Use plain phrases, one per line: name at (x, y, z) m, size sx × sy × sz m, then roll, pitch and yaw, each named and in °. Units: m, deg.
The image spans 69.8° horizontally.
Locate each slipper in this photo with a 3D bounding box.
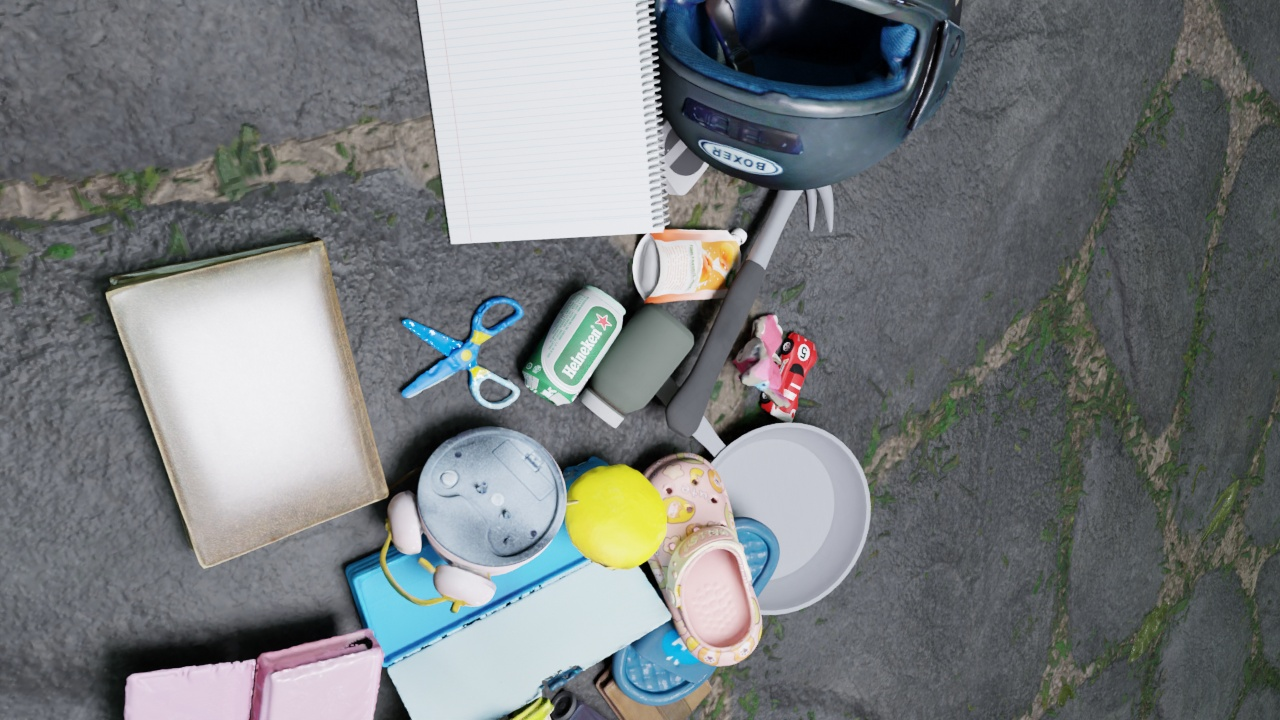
slipper at (0.062, 0.249, 0.890) m, size 0.104 × 0.059 × 0.213 m, roll 38°, pitch 90°, yaw -18°
slipper at (0.053, 0.177, 0.828) m, size 0.093 × 0.082 × 0.197 m, roll -15°, pitch 77°, yaw -8°

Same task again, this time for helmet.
helmet at (0.120, -0.252, 0.715) m, size 0.315 × 0.249 × 0.236 m, roll -40°, pitch 149°, yaw -64°

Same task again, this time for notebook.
notebook at (-0.074, -0.215, 0.690) m, size 0.178 × 0.013 × 0.246 m, roll -2°, pitch 107°, yaw 11°
notebook at (-0.260, 0.025, 0.677) m, size 0.189 × 0.034 × 0.215 m, roll -18°, pitch 111°, yaw -31°

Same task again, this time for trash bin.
trash bin at (-0.076, 0.414, 0.863) m, size 0.160 × 0.092 × 0.094 m, roll -49°, pitch 123°, yaw -10°

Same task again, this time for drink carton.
drink carton at (0.053, -0.090, 0.864) m, size 0.122 × 0.039 × 0.069 m, roll -6°, pitch 105°, yaw -39°

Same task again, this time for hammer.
hammer at (0.102, -0.068, 0.876) m, size 0.125 × 0.030 × 0.310 m, roll 37°, pitch 73°, yaw -41°

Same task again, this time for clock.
clock at (-0.134, 0.128, 0.734) m, size 0.117 × 0.059 × 0.157 m, roll 42°, pitch 59°, yaw 9°

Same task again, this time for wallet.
wallet at (0.016, 0.336, 0.943) m, size 0.098 × 0.027 × 0.121 m, roll -40°, pitch 119°, yaw -23°

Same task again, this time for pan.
pan at (0.091, 0.105, 0.918) m, size 0.200 × 0.051 × 0.356 m, roll -44°, pitch 107°, yaw -6°

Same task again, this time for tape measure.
tape measure at (0.034, -0.191, 0.834) m, size 0.065 × 0.017 × 0.064 m, roll -50°, pitch 123°, yaw -14°

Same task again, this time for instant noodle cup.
instant noodle cup at (-0.124, 0.356, 0.766) m, size 0.146 × 0.147 × 0.098 m, roll -21°, pitch 80°, yaw -29°

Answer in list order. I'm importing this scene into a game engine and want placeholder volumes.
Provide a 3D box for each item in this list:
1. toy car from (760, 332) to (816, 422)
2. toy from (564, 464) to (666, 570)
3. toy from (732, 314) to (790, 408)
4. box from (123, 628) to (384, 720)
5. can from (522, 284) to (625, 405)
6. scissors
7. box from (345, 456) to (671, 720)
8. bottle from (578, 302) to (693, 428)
toy car at (0.157, 0.018, 0.961) m, size 0.038 × 0.025 × 0.089 m, roll 26°, pitch 86°, yaw -35°
toy at (-0.021, 0.136, 0.799) m, size 0.095 × 0.041 × 0.094 m, roll 20°, pitch 61°, yaw -16°
toy at (0.120, 0.000, 0.920) m, size 0.065 × 0.050 × 0.102 m, roll 46°, pitch 41°, yaw -32°
box at (-0.294, 0.320, 0.694) m, size 0.178 × 0.039 × 0.233 m, roll -2°, pitch 116°, yaw -34°
can at (-0.058, -0.012, 0.792) m, size 0.053 × 0.053 × 0.101 m, roll 39°, pitch 79°, yaw -34°
scissors at (-0.143, 0.000, 0.765) m, size 0.125 × 0.015 × 0.127 m, roll -35°, pitch 116°, yaw -24°
box at (-0.112, 0.204, 0.799) m, size 0.243 × 0.071 × 0.170 m, roll -22°, pitch 85°, yaw -29°
bottle at (-0.005, 0.005, 0.818) m, size 0.060 × 0.060 × 0.108 m, roll 39°, pitch 89°, yaw -34°
